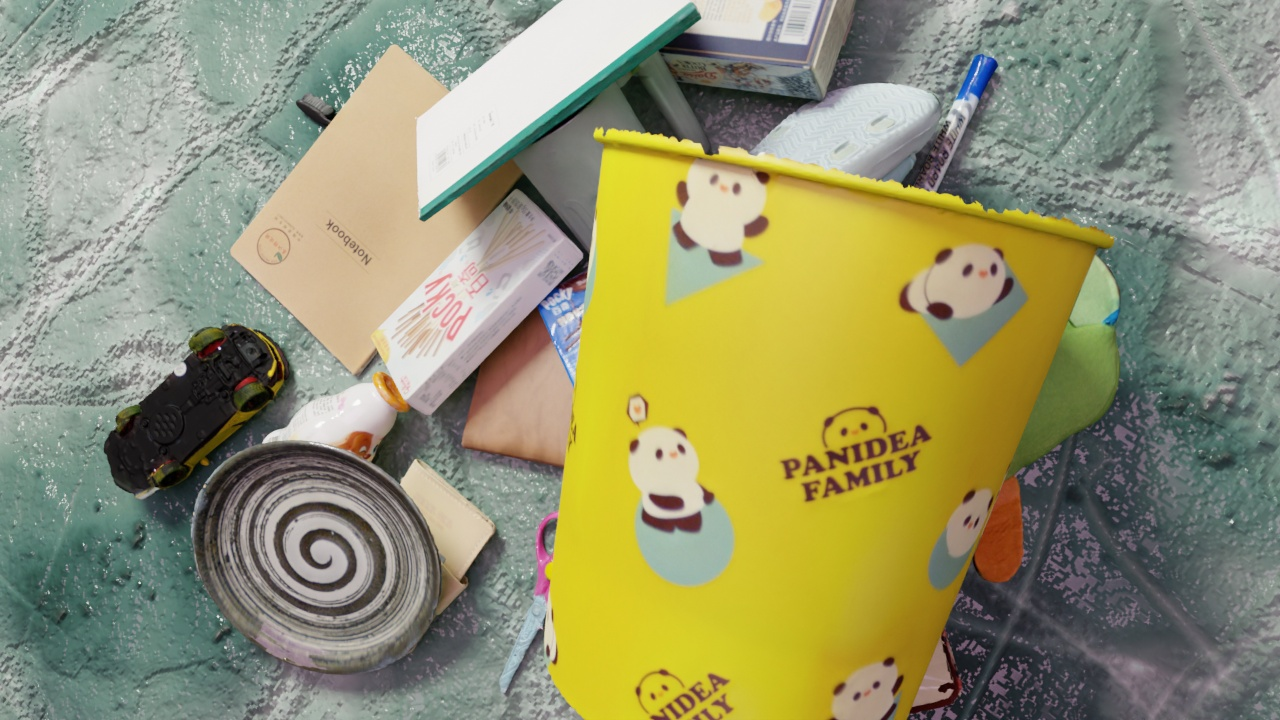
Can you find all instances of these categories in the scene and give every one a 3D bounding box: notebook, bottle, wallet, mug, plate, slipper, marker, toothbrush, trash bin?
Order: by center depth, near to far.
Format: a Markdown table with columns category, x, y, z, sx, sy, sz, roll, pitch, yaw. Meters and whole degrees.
| category | x | y | z | sx | sy | sz | roll | pitch | yaw |
| --- | --- | --- | --- | --- | --- | --- | --- | --- | --- |
| trash bin | 0.065 | 0.039 | 0.442 | 0.230 | 0.229 | 0.255 | 15 | 101 | 13 |
| slipper | 0.099 | -0.093 | 0.589 | 0.245 | 0.104 | 0.074 | -40 | 121 | -9 |
| notebook | -0.065 | -0.187 | 0.597 | 0.209 | 0.012 | 0.150 | -33 | 39 | 14 |
| mug | -0.016 | -0.142 | 0.611 | 0.123 | 0.103 | 0.084 | -45 | 34 | -11 |
| marker | 0.202 | -0.138 | 0.618 | 0.017 | 0.017 | 0.145 | 26 | 89 | 13 |
| plate | -0.219 | 0.133 | 0.627 | 0.179 | 0.024 | 0.179 | 3 | 109 | 8 |
| wallet | -0.068 | 0.016 | 0.654 | 0.101 | 0.020 | 0.115 | 11 | 82 | 14 |
| bottle | -0.217 | 0.054 | 0.656 | 0.108 | 0.063 | 0.063 | -38 | 77 | 5 |
| wallet | -0.161 | 0.142 | 0.656 | 0.087 | 0.024 | 0.115 | 36 | 91 | 18 |
| notebook | -0.199 | -0.114 | 0.692 | 0.148 | 0.008 | 0.208 | 42 | 96 | 10 |
| toothbrush | -0.188 | -0.162 | 0.704 | 0.189 | 0.014 | 0.016 | 28 | 64 | 13 |

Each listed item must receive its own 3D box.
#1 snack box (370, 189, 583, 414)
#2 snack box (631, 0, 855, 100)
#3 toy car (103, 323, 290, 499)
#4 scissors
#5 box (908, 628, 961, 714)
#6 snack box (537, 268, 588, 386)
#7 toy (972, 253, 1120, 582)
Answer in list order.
| category | x | y | z | sx | sy | sz | roll | pitch | yaw |
| --- | --- | --- | --- | --- | --- | --- | --- | --- | --- |
| snack box | -0.118 | -0.044 | 0.648 | 0.157 | 0.027 | 0.084 | -45 | 46 | 3 |
| snack box | 0.064 | -0.282 | 0.631 | 0.183 | 0.045 | 0.178 | 17 | 86 | 27 |
| toy car | -0.338 | 0.037 | 0.694 | 0.156 | 0.041 | 0.071 | -43 | 77 | 2 |
| scissors | -0.068 | 0.170 | 0.635 | 0.057 | 0.017 | 0.133 | 25 | 92 | 28 |
| box | 0.103 | 0.181 | 0.567 | 0.168 | 0.076 | 0.091 | -16 | 81 | 9 |
| snack box | -0.004 | 0.004 | 0.606 | 0.084 | 0.026 | 0.157 | -29 | 62 | 5 |
| toy | 0.173 | 0.028 | 0.560 | 0.247 | 0.090 | 0.226 | -22 | 61 | 16 |
